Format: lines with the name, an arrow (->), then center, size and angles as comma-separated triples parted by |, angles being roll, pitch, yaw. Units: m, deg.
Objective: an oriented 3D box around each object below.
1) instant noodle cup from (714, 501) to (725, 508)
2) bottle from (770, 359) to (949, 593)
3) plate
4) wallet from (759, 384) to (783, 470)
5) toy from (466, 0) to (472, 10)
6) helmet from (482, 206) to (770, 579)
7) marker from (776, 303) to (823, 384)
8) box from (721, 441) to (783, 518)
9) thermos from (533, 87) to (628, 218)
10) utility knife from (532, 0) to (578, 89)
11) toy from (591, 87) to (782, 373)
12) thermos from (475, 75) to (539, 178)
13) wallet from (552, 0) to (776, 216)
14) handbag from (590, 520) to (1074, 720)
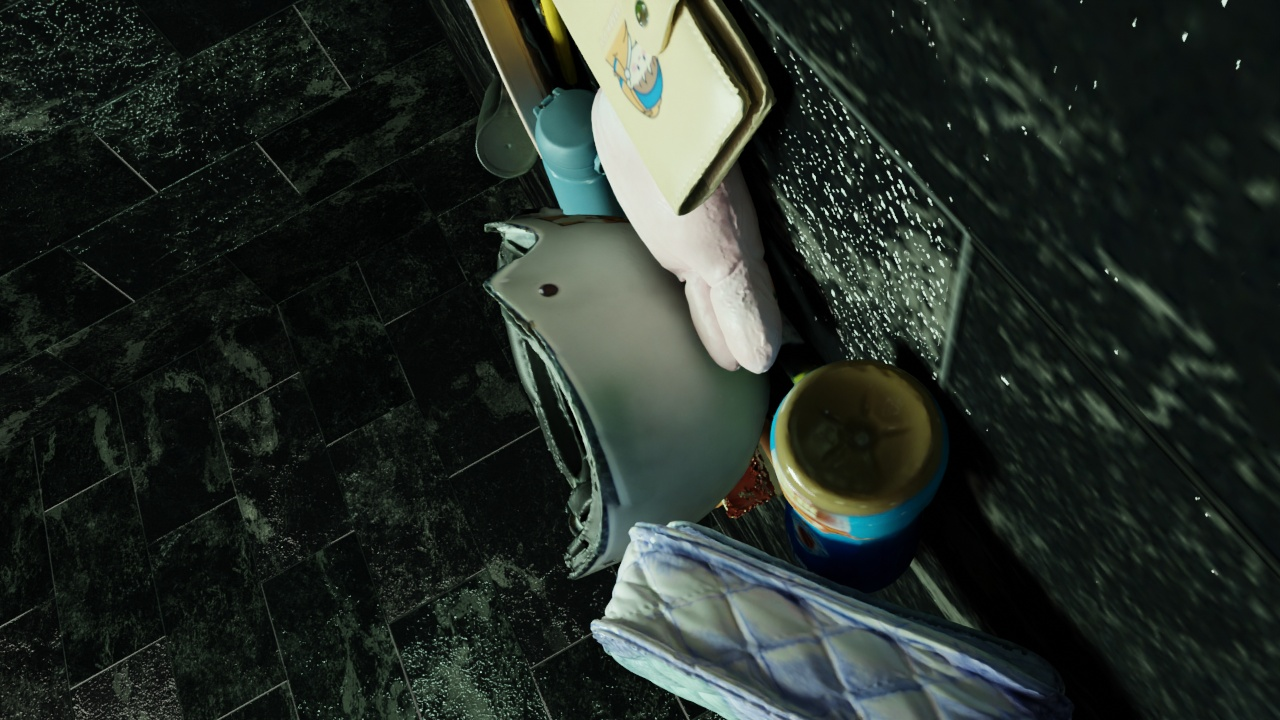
instant noodle cup -> 0.058, 0.095, 1.014 | 0.111, 0.111, 0.099 | 62, -176, -18
bottle -> 0.099, 0.071, 0.426 | 0.065, 0.065, 0.219 | 59, 177, 28
plate -> -0.107, -0.268, 0.756 | 0.229, 0.028, 0.229 | -20, -91, -86
wallet -> 0.115, 0.084, 0.629 | 0.132, 0.031, 0.107 | 61, 179, -21
toy -> -0.157, -0.369, 0.856 | 0.083, 0.039, 0.108 | -88, -25, -50
helmet -> -0.004, 0.004, 0.600 | 0.274, 0.157, 0.230 | -131, 27, -76
marker -> 0.081, -0.002, 0.483 | 0.124, 0.018, 0.015 | 60, 172, 30
box -> 0.068, 0.071, 0.843 | 0.091, 0.075, 0.168 | 59, 177, 46
thermos -> -0.039, -0.142, 0.745 | 0.070, 0.070, 0.220 | 60, 177, 14
utility knife -> -0.064, -0.243, 0.673 | 0.033, 0.015, 0.181 | 63, 178, 17
toy -> 0.024, -0.069, 0.447 | 0.159, 0.054, 0.121 | 66, 172, -7
thermos -> -0.130, -0.255, 0.939 | 0.242, 0.068, 0.090 | -106, 22, -65
wallet -> 0.005, -0.124, 0.351 | 0.115, 0.024, 0.087 | 63, 152, 11
handbag -> 0.082, 0.135, 0.400 | 0.194, 0.075, 0.134 | 19, 160, 23
